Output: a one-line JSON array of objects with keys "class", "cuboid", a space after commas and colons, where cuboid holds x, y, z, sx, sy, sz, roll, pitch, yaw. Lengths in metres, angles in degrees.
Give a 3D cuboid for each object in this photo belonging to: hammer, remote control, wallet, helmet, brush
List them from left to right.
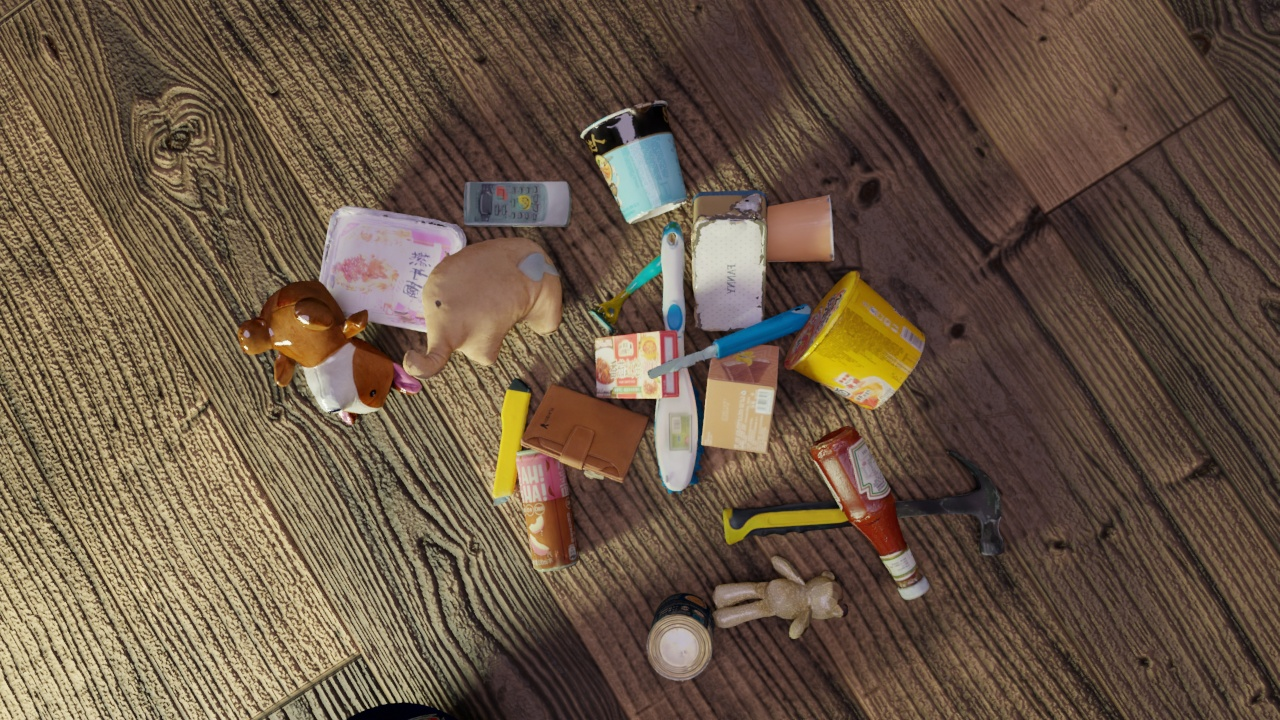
[{"class": "helmet", "cuboid": [-0.291, 0.547, 1.030, 0.247, 0.240, 0.315, 24, 80, 5]}, {"class": "remote control", "cuboid": [-0.154, -0.196, 1.148, 0.135, 0.019, 0.056, 2, 89, 6]}, {"class": "wallet", "cuboid": [-0.066, 0.087, 1.101, 0.132, 0.031, 0.107, 19, 46, 6]}, {"class": "brush", "cuboid": [0.043, 0.002, 1.080, 0.060, 0.109, 0.314, -1, 86, 7]}, {"class": "hammer", "cuboid": [0.260, 0.178, 1.090, 0.323, 0.032, 0.126, -6, 88, 6]}]

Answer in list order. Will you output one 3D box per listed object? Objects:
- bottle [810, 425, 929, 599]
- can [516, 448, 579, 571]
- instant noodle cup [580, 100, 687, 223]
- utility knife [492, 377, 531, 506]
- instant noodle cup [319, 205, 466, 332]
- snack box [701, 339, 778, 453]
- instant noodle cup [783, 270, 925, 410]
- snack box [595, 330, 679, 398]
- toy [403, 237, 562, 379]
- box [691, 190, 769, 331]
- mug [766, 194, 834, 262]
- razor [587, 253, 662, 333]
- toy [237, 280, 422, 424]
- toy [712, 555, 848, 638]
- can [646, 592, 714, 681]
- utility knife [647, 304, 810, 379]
[{"class": "bottle", "cuboid": [0.266, 0.175, 1.046, 0.060, 0.059, 0.206, -29, 90, 4]}, {"class": "can", "cuboid": [-0.113, 0.178, 1.116, 0.058, 0.058, 0.147, -10, 88, 6]}, {"class": "instant noodle cup", "cuboid": [0.001, -0.232, 1.095, 0.111, 0.111, 0.120, -20, 93, 5]}, {"class": "utility knife", "cuboid": [-0.163, 0.102, 1.145, 0.033, 0.015, 0.164, 10, 91, 12]}, {"class": "instant noodle cup", "cuboid": [-0.303, -0.111, 1.142, 0.173, 0.060, 0.138, 10, 90, 5]}, {"class": "snack box", "cuboid": [0.115, 0.040, 1.060, 0.077, 0.094, 0.093, 7, 121, 6]}, {"class": "instant noodle cup", "cuboid": [0.248, -0.017, 1.051, 0.110, 0.138, 0.138, 34, 92, -3]}, {"class": "snack box", "cuboid": [-0.006, 0.006, 1.070, 0.025, 0.153, 0.075, -2, 89, -31]}, {"class": "toy", "cuboid": [-0.194, -0.064, 1.078, 0.225, 0.083, 0.143, -30, 95, -28]}, {"class": "box", "cuboid": [0.103, -0.105, 1.054, 0.090, 0.185, 0.061, 2, 47, 5]}, {"class": "mug", "cuboid": [0.166, -0.151, 1.090, 0.123, 0.078, 0.078, -4, 88, 11]}, {"class": "razor", "cuboid": [-0.004, -0.091, 1.125, 0.132, 0.028, 0.043, -43, 108, 7]}, {"class": "toy", "cuboid": [-0.368, 0.001, 1.097, 0.140, 0.199, 0.130, -16, 47, 17]}, {"class": "toy", "cuboid": [0.161, 0.284, 1.079, 0.157, 0.105, 0.066, -5, 133, -2]}, {"class": "can", "cuboid": [0.048, 0.319, 1.069, 0.075, 0.111, 0.075, 0, 88, 6]}, {"class": "utility knife", "cuboid": [0.102, -0.019, 1.035, 0.235, 0.034, 0.018, -20, 52, -31]}]
